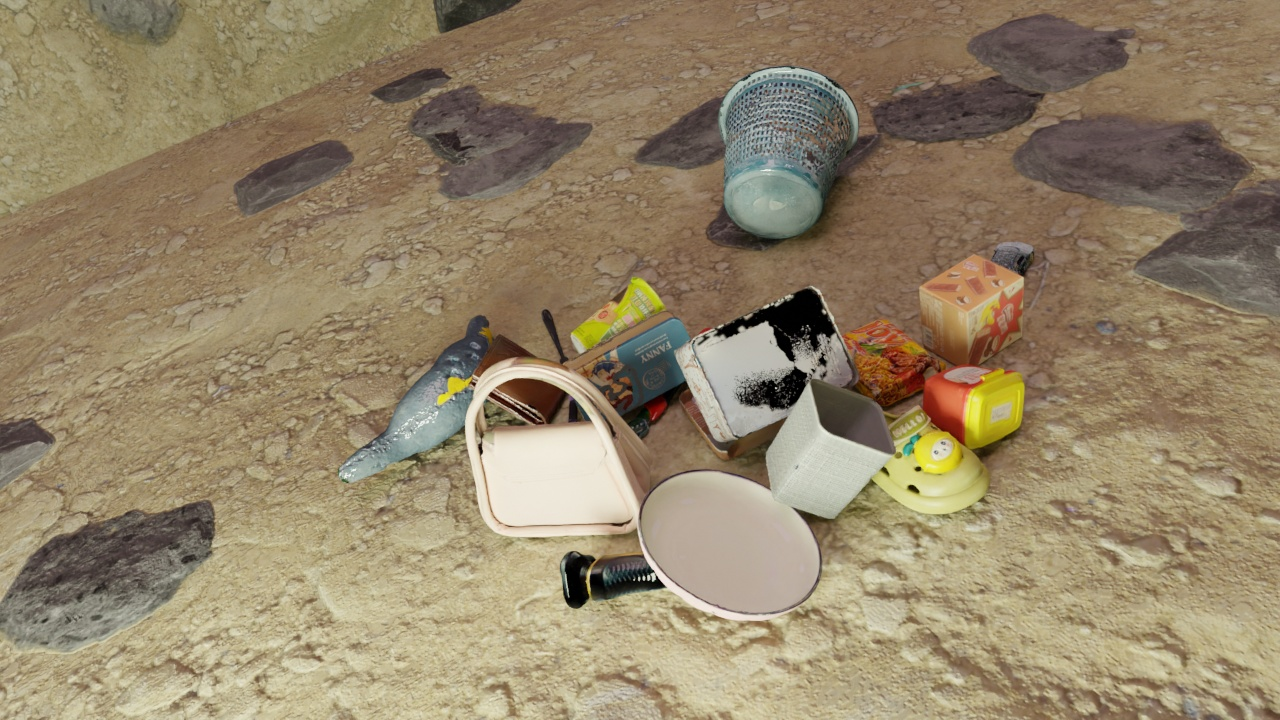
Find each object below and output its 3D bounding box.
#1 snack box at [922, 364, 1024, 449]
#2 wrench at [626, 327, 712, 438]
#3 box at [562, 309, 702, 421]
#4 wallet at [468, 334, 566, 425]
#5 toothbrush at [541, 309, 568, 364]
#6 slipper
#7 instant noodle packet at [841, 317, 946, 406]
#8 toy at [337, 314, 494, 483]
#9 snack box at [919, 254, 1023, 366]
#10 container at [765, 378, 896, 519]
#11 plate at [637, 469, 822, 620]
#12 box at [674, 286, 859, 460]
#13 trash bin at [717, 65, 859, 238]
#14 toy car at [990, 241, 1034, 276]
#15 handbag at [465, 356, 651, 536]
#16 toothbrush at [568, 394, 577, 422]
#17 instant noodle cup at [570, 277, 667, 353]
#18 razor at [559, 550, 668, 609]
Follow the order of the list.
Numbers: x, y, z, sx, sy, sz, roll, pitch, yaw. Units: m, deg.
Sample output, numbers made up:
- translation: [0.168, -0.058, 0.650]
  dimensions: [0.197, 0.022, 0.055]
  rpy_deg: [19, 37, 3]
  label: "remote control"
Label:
- translation: [0.364, 0.044, 1.011]
  dimensions: [0.091, 0.082, 0.080]
  rpy_deg: [-16, 24, -30]
  label: "snack box"
- translation: [0.035, 0.042, 1.201]
  dimensions: [0.056, 0.016, 0.272]
  rpy_deg: [6, 43, 32]
  label: "wrench"
- translation: [-0.007, 0.007, 1.182]
  dimensions: [0.184, 0.090, 0.061]
  rpy_deg: [-30, 21, 2]
  label: "box"
- translation: [-0.160, 0.026, 1.238]
  dimensions: [0.124, 0.032, 0.101]
  rpy_deg: [31, 41, -8]
  label: "wallet"
- translation: [-0.126, -0.032, 1.362]
  dimensions: [0.015, 0.018, 0.181]
  rpy_deg: [-27, 35, -1]
  label: "toothbrush"
- translation: [0.282, 0.092, 0.990]
  dimensions: [0.091, 0.082, 0.190]
  rpy_deg: [-35, 38, -18]
  label: "slipper"
- translation: [0.297, -0.001, 1.131]
  dimensions: [0.110, 0.044, 0.128]
  rpy_deg: [-21, 37, -12]
  label: "instant noodle packet"
- translation: [-0.273, 0.044, 1.264]
  dimensions: [0.138, 0.091, 0.355]
  rpy_deg: [-4, 36, 35]
  label: "toy"
- translation: [0.404, -0.059, 1.118]
  dimensions: [0.094, 0.093, 0.077]
  rpy_deg: [-30, 39, -16]
  label: "snack box"
- translation: [0.195, 0.098, 0.972]
  dimensions: [0.090, 0.115, 0.090]
  rpy_deg: [19, 35, -14]
  label: "container"
- translation: [0.087, 0.191, 0.933]
  dimensions: [0.192, 0.039, 0.192]
  rpy_deg: [11, 35, -8]
  label: "plate"
- translation: [0.145, 0.022, 1.122]
  dimensions: [0.182, 0.153, 0.178]
  rpy_deg: [-23, -2, -13]
  label: "box"
- translation: [0.217, -0.306, 1.431]
  dimensions: [0.227, 0.227, 0.194]
  rpy_deg: [0, 53, 22]
  label: "trash bin"
- translation: [0.489, -0.129, 1.225]
  dimensions: [0.049, 0.031, 0.105]
  rpy_deg: [15, 47, 34]
  label: "toy car"
- translation: [-0.101, 0.092, 1.013]
  dimensions: [0.193, 0.234, 0.093]
  rpy_deg: [-7, 40, 14]
  label: "handbag"
- translation: [-0.089, 0.078, 1.189]
  dimensions: [0.014, 0.017, 0.188]
  rpy_deg: [-17, 29, 5]
  label: "toothbrush"
- translation: [-0.026, -0.037, 1.259]
  dimensions: [0.123, 0.112, 0.111]
  rpy_deg: [-34, 40, -10]
  label: "instant noodle cup"
- translation: [0.000, 0.222, 0.969]
  dimensions: [0.167, 0.062, 0.067]
  rpy_deg: [-8, 7, 4]
  label: "razor"
